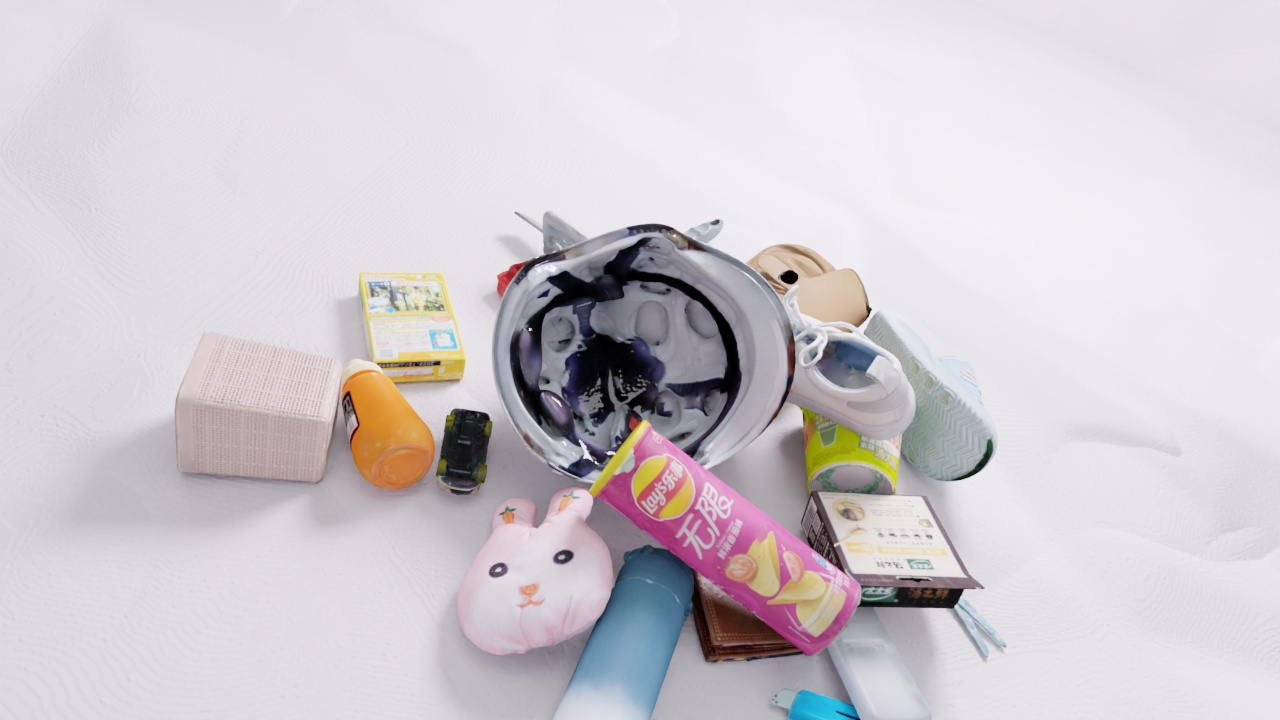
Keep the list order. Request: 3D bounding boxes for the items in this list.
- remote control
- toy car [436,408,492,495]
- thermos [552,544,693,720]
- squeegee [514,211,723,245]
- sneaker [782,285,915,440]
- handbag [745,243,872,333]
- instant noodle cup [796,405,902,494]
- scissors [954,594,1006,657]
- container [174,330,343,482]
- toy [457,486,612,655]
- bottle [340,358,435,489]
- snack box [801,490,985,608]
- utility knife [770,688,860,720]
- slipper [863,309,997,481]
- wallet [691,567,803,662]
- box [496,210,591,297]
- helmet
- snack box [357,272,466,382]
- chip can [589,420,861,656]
[{"bbox_3d":[0.180,0.238,0.735,0.055,0.020,0.135,3,32,-17],"label":"remote control"},{"bbox_3d":[-0.153,0.081,0.799,0.042,0.035,0.090,8,40,-9],"label":"toy car"},{"bbox_3d":[-0.013,0.226,0.658,0.070,0.070,0.219,22,39,6],"label":"thermos"},{"bbox_3d":[0.016,-0.132,1.109,0.246,0.039,0.245,37,41,30],"label":"squeegee"},{"bbox_3d":[0.143,-0.013,0.859,0.089,0.091,0.242,-47,49,-14],"label":"sneaker"},{"bbox_3d":[0.160,-0.057,1.024,0.148,0.100,0.203,32,47,21],"label":"handbag"},{"bbox_3d":[0.204,0.077,0.886,0.111,0.112,0.123,16,47,-2],"label":"instant noodle cup"},{"bbox_3d":[0.270,0.208,0.822,0.083,0.017,0.137,0,45,-22],"label":"scissors"},{"bbox_3d":[-0.308,0.041,0.751,0.111,0.090,0.089,10,40,-14],"label":"container"},{"bbox_3d":[-0.081,0.156,0.713,0.121,0.054,0.159,-14,33,4],"label":"toy"},{"bbox_3d":[-0.229,0.046,0.797,0.066,0.067,0.149,-10,39,-29],"label":"bottle"},{"bbox_3d":[0.212,0.166,0.790,0.113,0.053,0.125,4,33,-10],"label":"snack box"},{"bbox_3d":[0.176,0.282,0.698,0.159,0.018,0.034,18,40,4],"label":"utility knife"},{"bbox_3d":[0.306,0.034,0.976,0.074,0.104,0.245,5,35,-18],"label":"slipper"},{"bbox_3d":[0.087,0.189,0.766,0.101,0.032,0.124,4,42,-20],"label":"wallet"},{"bbox_3d":[-0.055,-0.071,0.962,0.201,0.102,0.095,40,43,26],"label":"box"},{"bbox_3d":[-0.005,0.005,0.832,0.258,0.146,0.229,-11,84,-13],"label":"helmet"},{"bbox_3d":[-0.229,-0.036,0.912,0.086,0.034,0.140,-3,45,-23],"label":"snack box"},{"bbox_3d":[0.065,0.136,0.706,0.210,0.072,0.071,37,41,0],"label":"chip can"}]
